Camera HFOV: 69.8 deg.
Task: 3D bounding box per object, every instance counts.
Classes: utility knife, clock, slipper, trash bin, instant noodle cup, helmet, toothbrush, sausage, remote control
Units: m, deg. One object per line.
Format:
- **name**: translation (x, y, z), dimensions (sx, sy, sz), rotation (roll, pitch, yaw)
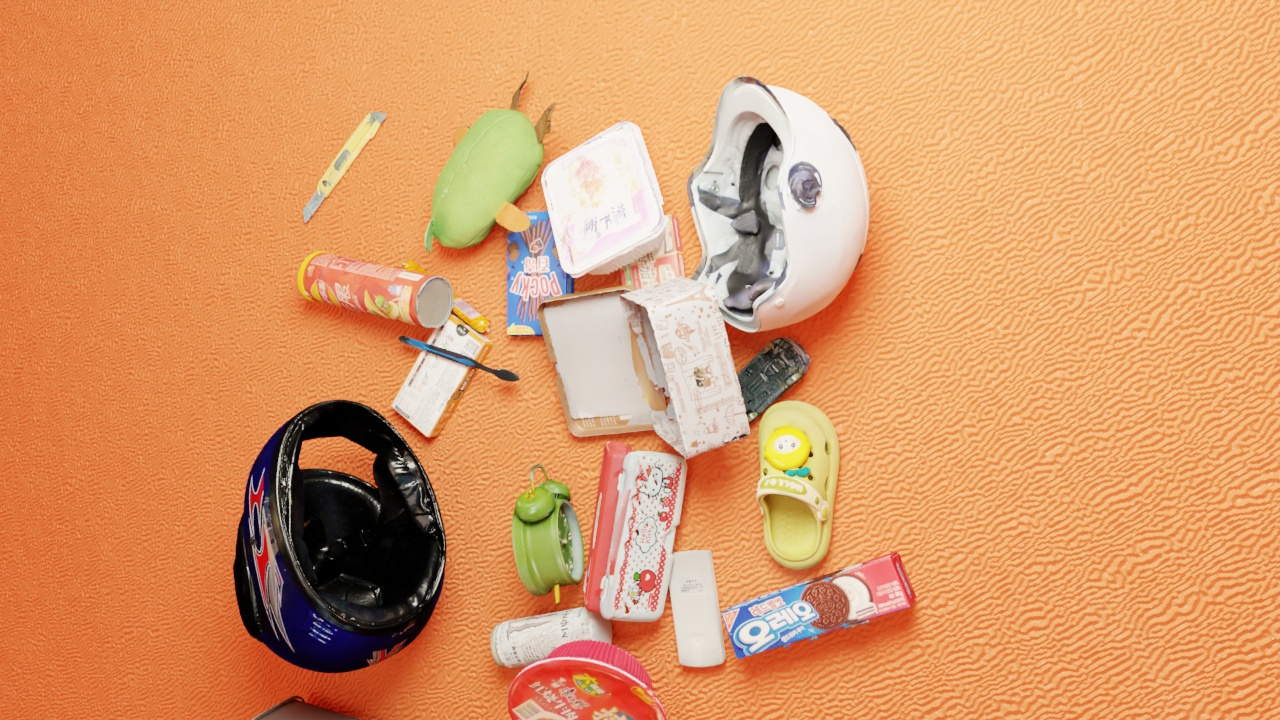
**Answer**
- **utility knife**: translation (-0.417, -0.271, 1.282), dimensions (0.031, 0.020, 0.196), rotation (47, 110, 21)
- **clock**: translation (-0.113, 0.206, 1.109), dimensions (0.056, 0.116, 0.161), rotation (-13, 89, 9)
- **slipper**: translation (0.171, 0.141, 1.015), dimensions (0.092, 0.081, 0.190), rotation (0, 93, 19)
- **trash bin**: translation (-0.406, 0.569, 1.193), dimensions (0.220, 0.198, 0.199), rotation (3, 93, 14)
- **instant noodle cup**: translation (-0.058, 0.399, 1.084), dimensions (0.194, 0.065, 0.194), rotation (5, 121, 9)
- **helmet**: translation (-0.387, 0.229, 1.150), dimensions (0.241, 0.246, 0.315), rotation (-31, 75, 45)
- **helmet**: translation (0.156, -0.158, 0.964), dimensions (0.145, 0.229, 0.259), rotation (-1, 96, -20)
- **toothbrush**: translation (-0.235, -0.003, 1.182), dimensions (0.190, 0.016, 0.014), rotation (17, 105, 22)
- **sausage**: translation (-0.258, -0.085, 1.212), dimensions (0.165, 0.021, 0.021), rotation (37, 103, 18)
- **remote control**: translation (0.066, 0.294, 1.087), dimensions (0.056, 0.019, 0.135), rotation (-10, 86, 21)
- **instant noodle cup**: translation (-0.035, -0.181, 1.081), dimensions (0.138, 0.060, 0.173), rotation (-26, 60, 18)

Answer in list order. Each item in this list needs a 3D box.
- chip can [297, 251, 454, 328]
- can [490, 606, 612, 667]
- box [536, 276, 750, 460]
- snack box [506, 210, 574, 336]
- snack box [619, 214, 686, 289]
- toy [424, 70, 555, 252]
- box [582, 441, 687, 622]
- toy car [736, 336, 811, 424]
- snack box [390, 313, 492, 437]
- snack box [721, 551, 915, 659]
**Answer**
- **chip can**: translation (-0.351, -0.095, 1.210), dimensions (0.217, 0.073, 0.073), rotation (12, 94, 28)
- **can**: translation (-0.110, 0.342, 1.136), dimensions (0.147, 0.058, 0.058), rotation (-16, 84, 21)
- **box**: translation (0.005, 0.003, 1.049), dimensions (0.273, 0.130, 0.179), rotation (2, 112, 48)
- **snack box**: translation (-0.126, -0.109, 1.158), dimensions (0.085, 0.026, 0.157), rotation (0, 90, 22)
- **snack box**: translation (0.017, -0.093, 1.102), dimensions (0.075, 0.025, 0.153), rotation (-9, 87, 22)
- **toy**: translation (-0.186, -0.237, 1.146), dimensions (0.247, 0.090, 0.227), rotation (-49, 48, 19)
- **box**: translation (-0.005, 0.203, 1.090), dimensions (0.101, 0.095, 0.201), rotation (9, 92, -6)
- **toy car**: translation (0.141, 0.024, 1.050), dimensions (0.121, 0.036, 0.054), rotation (-46, 75, 26)
- **snack box**: translation (-0.264, 0.020, 1.213), dimensions (0.075, 0.026, 0.154), rotation (36, 103, 18)
- **snack box**: translation (0.195, 0.273, 1.017), dimensions (0.208, 0.057, 0.058), rotation (-24, 78, 20)
